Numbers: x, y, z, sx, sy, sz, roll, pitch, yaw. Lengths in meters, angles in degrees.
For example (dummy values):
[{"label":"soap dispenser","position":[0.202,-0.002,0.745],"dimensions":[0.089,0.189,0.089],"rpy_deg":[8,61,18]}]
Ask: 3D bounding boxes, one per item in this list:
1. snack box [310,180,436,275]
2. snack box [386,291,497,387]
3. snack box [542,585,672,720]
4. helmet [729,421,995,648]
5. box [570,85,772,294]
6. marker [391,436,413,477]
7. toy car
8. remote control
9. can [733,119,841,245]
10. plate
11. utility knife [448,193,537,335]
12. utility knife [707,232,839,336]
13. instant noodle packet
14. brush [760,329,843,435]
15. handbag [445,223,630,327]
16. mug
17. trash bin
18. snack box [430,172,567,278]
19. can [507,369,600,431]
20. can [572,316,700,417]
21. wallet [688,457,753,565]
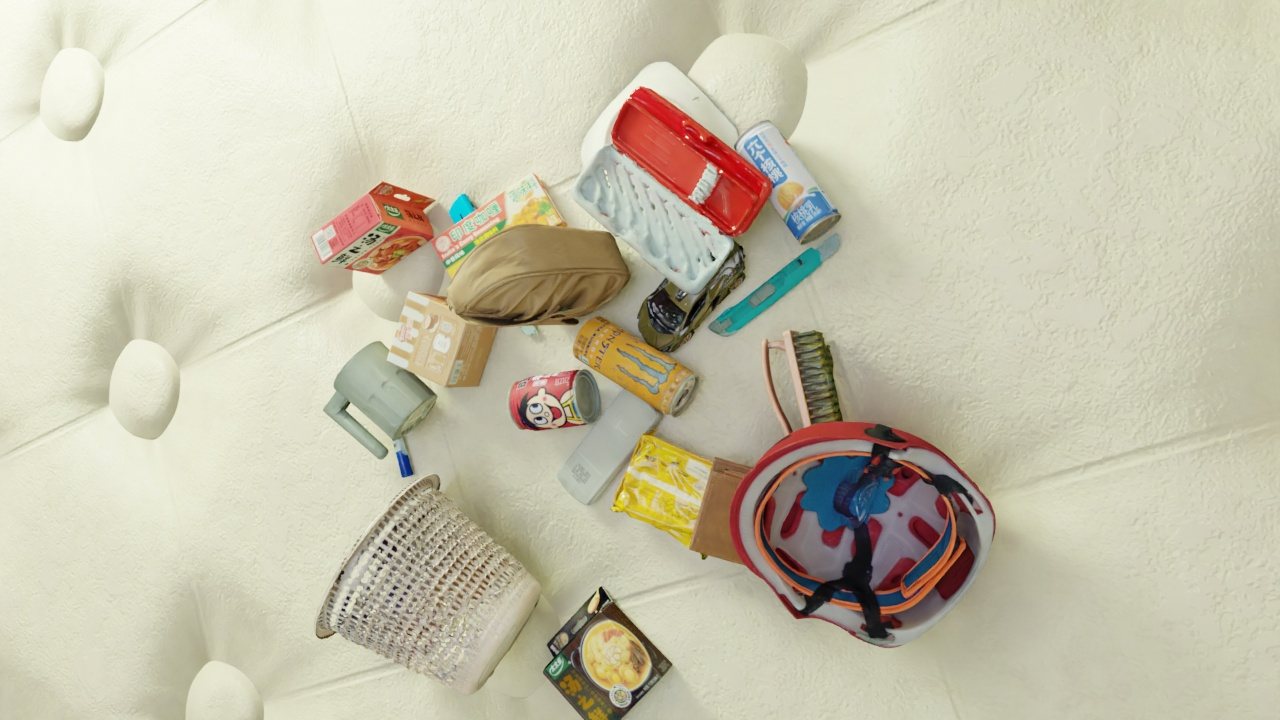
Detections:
[{"label":"snack box","position":[-0.329,-0.163,1.162],"dimensions":[0.127,0.113,0.044],"rpy_deg":[-31,76,19]},{"label":"snack box","position":[-0.245,-0.026,1.145],"dimensions":[0.094,0.077,0.093],"rpy_deg":[22,98,21]},{"label":"snack box","position":[-0.046,0.352,1.075],"dimensions":[0.125,0.053,0.113],"rpy_deg":[43,105,12]},{"label":"helmet","position":[0.209,0.148,0.905],"dimensions":[0.240,0.143,0.207],"rpy_deg":[24,109,1]},{"label":"box","position":[0.031,-0.189,1.014],"dimensions":[0.201,0.049,0.161],"rpy_deg":[42,112,17]},{"label":"marker","position":[-0.325,0.083,1.210],"dimensions":[0.017,0.016,0.145],"rpy_deg":[-20,82,21]},{"label":"toy car","position":[0.056,-0.076,1.041],"dimensions":[0.070,0.042,0.158],"rpy_deg":[45,108,18]},{"label":"remote control","position":[-0.037,0.102,1.086],"dimensions":[0.058,0.021,0.150],"rpy_deg":[43,105,19]},{"label":"can","position":[0.157,-0.193,0.992],"dimensions":[0.053,0.053,0.134],"rpy_deg":[-37,76,18]},{"label":"plate","position":[0.014,-0.251,1.063],"dimensions":[0.164,0.034,0.164],"rpy_deg":[-47,73,16]},{"label":"utility knife","position":[-0.184,-0.117,1.153],"dimensions":[0.034,0.018,0.208],"rpy_deg":[-35,78,18]},{"label":"utility knife","position":[0.148,-0.082,1.015],"dimensions":[0.178,0.013,0.029],"rpy_deg":[-39,77,18]},{"label":"instant noodle packet","position":[0.042,0.149,1.041],"dimensions":[0.128,0.044,0.111],"rpy_deg":[25,97,19]},{"label":"brush","position":[0.174,0.040,0.978],"dimensions":[0.073,0.063,0.145],"rpy_deg":[-13,86,18]},{"label":"handbag","position":[-0.109,-0.086,1.026],"dimensions":[0.148,0.204,0.099],"rpy_deg":[-28,76,36]},{"label":"mug","position":[-0.334,0.053,1.171],"dimensions":[0.103,0.083,0.124],"rpy_deg":[41,108,5]},{"label":"trash bin","position":[-0.233,0.277,1.077],"dimensions":[0.192,0.227,0.228],"rpy_deg":[32,101,7]},{"label":"snack box","position":[-0.174,-0.155,1.130],"dimensions":[0.156,0.027,0.077],"rpy_deg":[-33,77,8]},{"label":"can","position":[-0.103,0.048,1.090],"dimensions":[0.094,0.066,0.066],"rpy_deg":[-8,86,23]},{"label":"can","position":[-0.006,0.006,1.052],"dimensions":[0.146,0.058,0.058],"rpy_deg":[31,101,22]},{"label":"wallet","position":[0.130,0.166,0.991],"dimensions":[0.130,0.035,0.119],"rpy_deg":[16,91,1]}]
